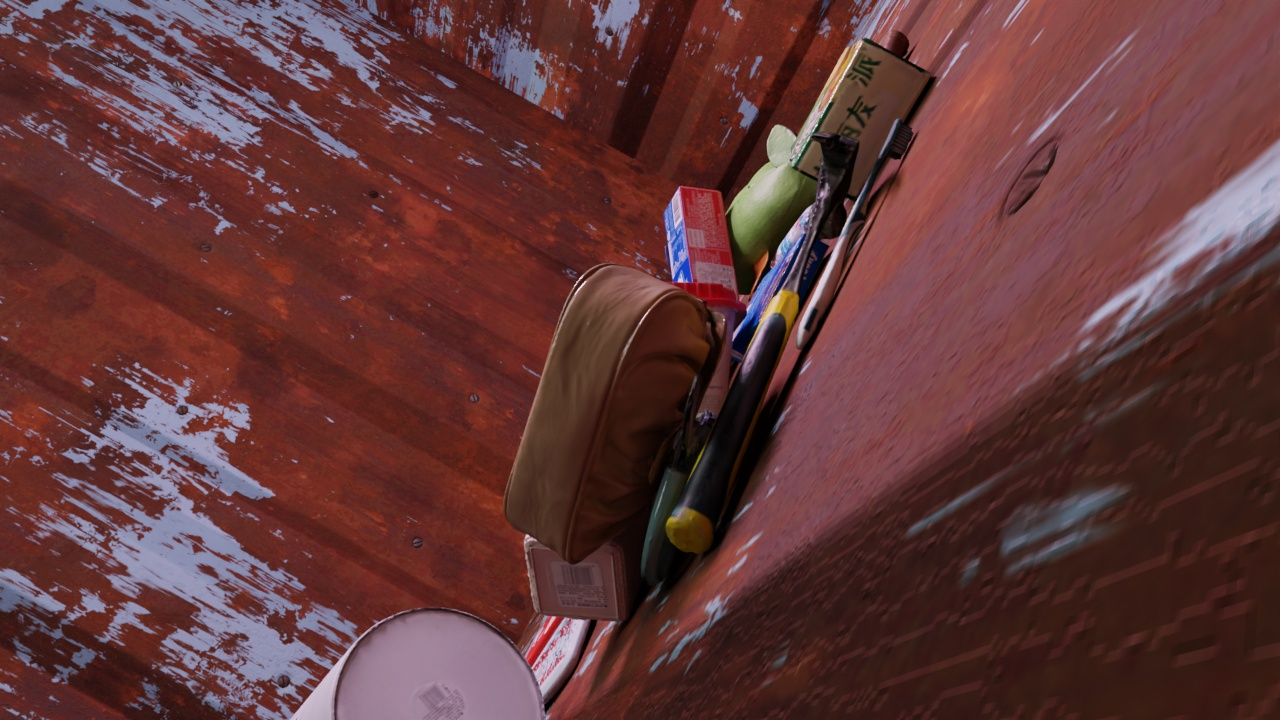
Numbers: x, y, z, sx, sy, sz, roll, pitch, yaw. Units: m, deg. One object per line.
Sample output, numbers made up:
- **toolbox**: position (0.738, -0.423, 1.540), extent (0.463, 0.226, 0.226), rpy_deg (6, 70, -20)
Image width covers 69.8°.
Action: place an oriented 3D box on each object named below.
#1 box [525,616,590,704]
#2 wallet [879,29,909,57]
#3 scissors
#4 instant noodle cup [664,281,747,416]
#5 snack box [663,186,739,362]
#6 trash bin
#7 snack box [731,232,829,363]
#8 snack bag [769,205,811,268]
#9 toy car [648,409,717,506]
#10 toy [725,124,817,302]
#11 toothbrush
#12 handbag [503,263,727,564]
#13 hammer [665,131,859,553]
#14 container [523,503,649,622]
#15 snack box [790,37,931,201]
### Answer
- **box**: position (-0.093, 0.311, 0.984), extent (0.202, 0.038, 0.157), rpy_deg (-59, 1, 37)
- **wallet**: position (0.252, -0.293, 1.018), extent (0.101, 0.032, 0.124), rpy_deg (-64, 0, -9)
- **scissors**: position (0.032, 0.063, 0.607), extent (0.139, 0.019, 0.180), rpy_deg (-54, -23, -50)
- **instant noodle cup**: position (0.028, 0.006, 0.782), extent (0.116, 0.116, 0.124), rpy_deg (116, 154, -77)
- **snack box**: position (0.069, -0.094, 1.023), extent (0.057, 0.058, 0.207), rpy_deg (125, 144, -55)
- **trash bin**: position (-0.217, 0.364, 0.822), extent (0.253, 0.229, 0.228), rpy_deg (-53, 5, 37)
- **snack box**: position (0.115, -0.049, 0.798), extent (0.084, 0.026, 0.157), rpy_deg (-62, 0, -10)
- **snack bag**: position (0.155, -0.118, 0.872), extent (0.045, 0.026, 0.106), rpy_deg (-57, 0, -39)
- **toy car**: position (0.037, 0.084, 0.718), extent (0.048, 0.031, 0.106), rpy_deg (-66, 2, -53)
- **toy**: position (0.137, -0.150, 1.075), extent (0.247, 0.090, 0.226), rpy_deg (128, 157, -49)
- **toothbrush**: position (0.145, -0.087, 0.616), extent (0.191, 0.018, 0.016), rpy_deg (-63, -2, -18)
- **handbag**: position (-0.010, 0.039, 0.636), extent (0.147, 0.100, 0.205), rpy_deg (-17, -50, -59)
- **hammer**: position (0.088, -0.025, 0.606), extent (0.126, 0.032, 0.322), rpy_deg (84, -152, -57)
- **container**: position (-0.039, 0.144, 0.741), extent (0.110, 0.090, 0.090), rpy_deg (-67, -23, -60)
- **snack box**: position (0.189, -0.218, 0.823), extent (0.115, 0.063, 0.239), rpy_deg (-62, 0, 19)
